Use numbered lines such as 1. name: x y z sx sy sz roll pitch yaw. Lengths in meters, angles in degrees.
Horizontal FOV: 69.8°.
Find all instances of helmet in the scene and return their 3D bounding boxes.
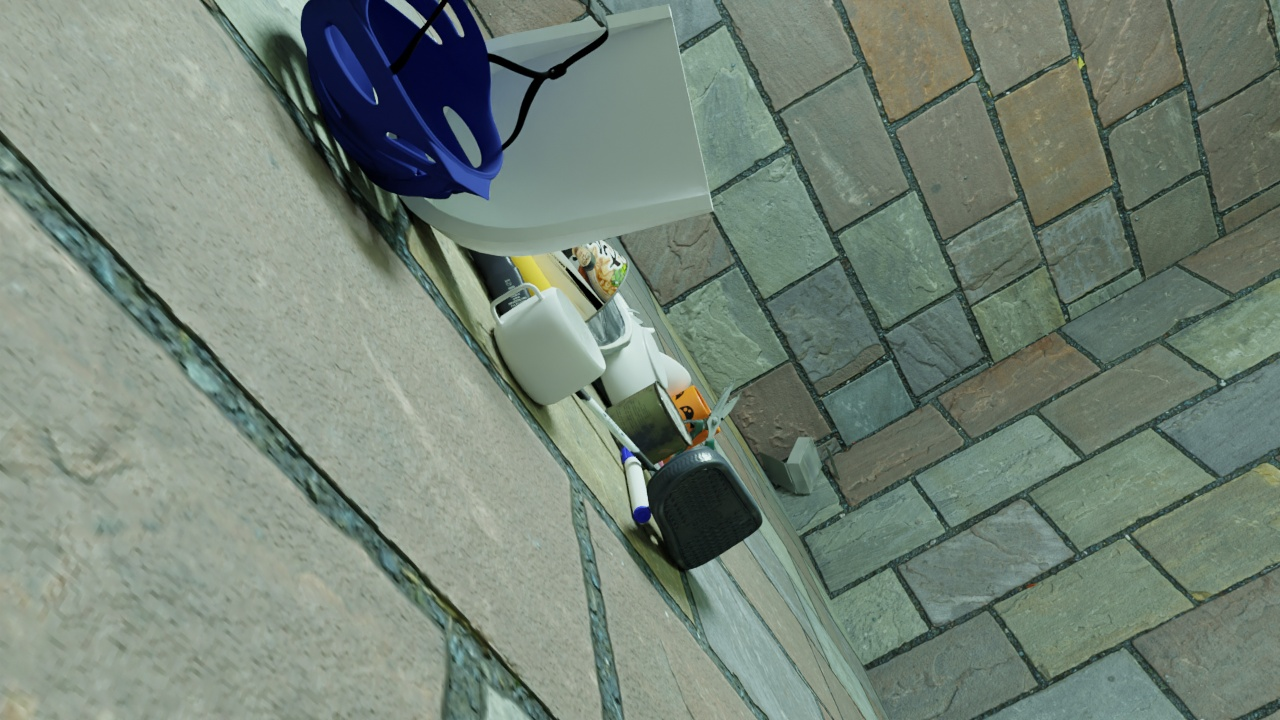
1. helmet: -0.139 -0.234 0.684 0.147 0.228 0.241 25 40 -60

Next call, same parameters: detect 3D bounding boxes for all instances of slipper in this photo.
1. slipper: 0.054 0.146 0.977 0.083 0.110 0.268 54 -3 31
2. slipper: -0.087 -0.128 1.151 0.263 0.111 0.063 65 -26 17

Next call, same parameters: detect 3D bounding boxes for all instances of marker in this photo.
1. marker: -0.006 0.133 1.005 0.020 0.020 0.141 57 6 -21
2. marker: -0.035 0.068 1.009 0.152 0.011 0.011 48 10 -19

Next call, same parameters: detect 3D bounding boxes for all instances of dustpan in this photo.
1. dustpan: -0.086 -0.192 0.783 0.053 0.258 0.191 37 41 -74

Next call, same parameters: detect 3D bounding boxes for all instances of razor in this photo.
1. razor: -0.135 -0.084 0.890 0.143 0.047 0.052 63 -18 10

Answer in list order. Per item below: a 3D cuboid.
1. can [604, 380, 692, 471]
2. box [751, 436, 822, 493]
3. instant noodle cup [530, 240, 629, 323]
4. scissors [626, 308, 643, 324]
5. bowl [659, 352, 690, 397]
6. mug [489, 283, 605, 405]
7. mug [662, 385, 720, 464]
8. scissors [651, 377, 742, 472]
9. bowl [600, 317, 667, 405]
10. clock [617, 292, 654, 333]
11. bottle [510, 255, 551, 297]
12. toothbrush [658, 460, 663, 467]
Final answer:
1. can: 0.009 0.081 1.113 0.090 0.075 0.089 59 8 -13
2. box: 0.581 0.424 3.706 0.168 0.232 0.167 -56 131 -43
3. instant noodle cup: -0.098 -0.115 1.029 0.122 0.124 0.123 46 12 -27
4. scissors: -0.056 -0.070 1.331 0.126 0.019 0.154 40 31 -7
5. bowl: 0.013 0.030 1.353 0.115 0.050 0.115 23 -22 10
6. mug: -0.088 -0.019 0.823 0.115 0.068 0.094 55 7 -34
7. mug: 0.059 0.104 1.305 0.077 0.096 0.112 53 9 -44
8. scissors: 0.073 0.091 1.230 0.015 0.209 0.137 6 -27 48
9. bowl: -0.007 0.007 1.221 0.176 0.066 0.176 -19 89 -82
10. clock: -0.029 -0.052 1.443 0.125 0.073 0.161 62 6 21
11. bottle: -0.114 -0.070 0.970 0.144 0.043 0.043 57 7 -25
12. toothbrush: 0.017 0.117 1.265 0.016 0.021 0.135 68 -2 -62
